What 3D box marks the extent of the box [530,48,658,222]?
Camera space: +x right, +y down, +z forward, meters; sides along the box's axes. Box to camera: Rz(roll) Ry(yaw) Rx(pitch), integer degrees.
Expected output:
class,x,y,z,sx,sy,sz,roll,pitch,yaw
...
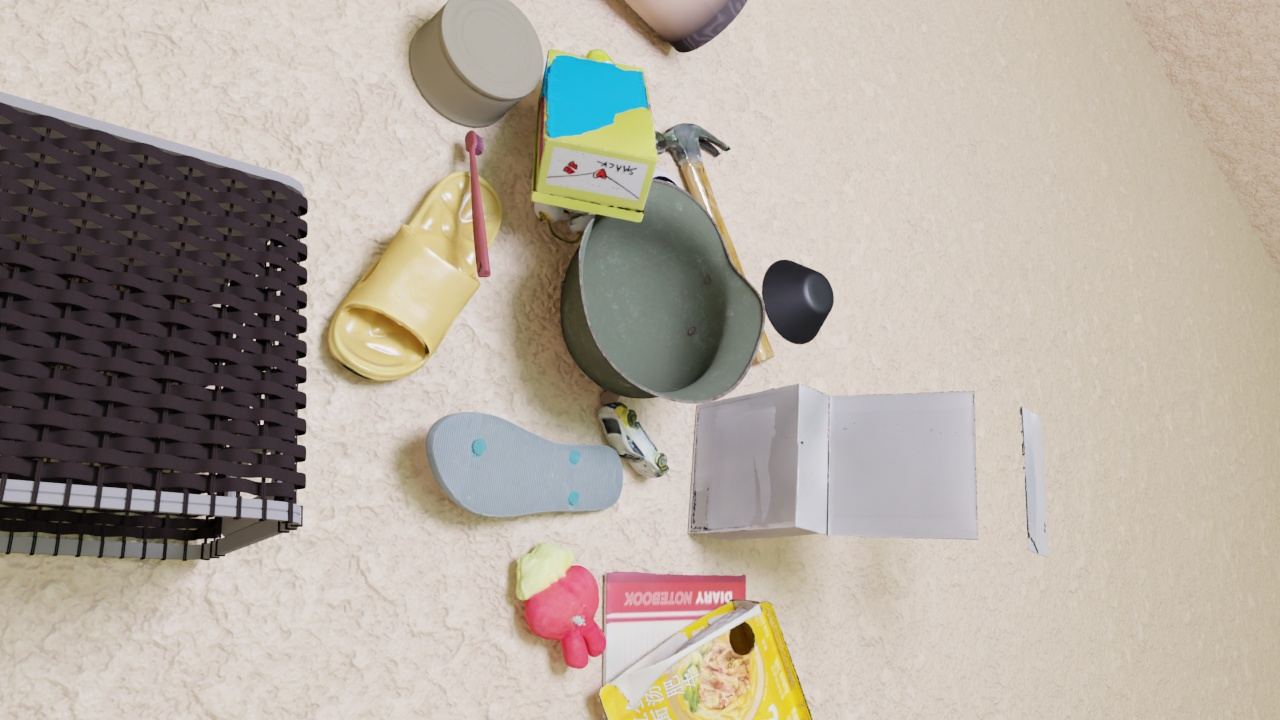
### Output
class,x,y,z,sx,sy,sz,roll,pitch,yaw
box,-0.051,-0.249,0.991,0.124,0.079,0.220,7,39,-13

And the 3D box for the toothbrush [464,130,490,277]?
class,x,y,z,sx,sy,sz,roll,pitch,yaw
toothbrush,-0.165,-0.163,0.940,0.016,0.016,0.189,26,44,-45

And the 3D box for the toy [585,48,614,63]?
class,x,y,z,sx,sy,sz,roll,pitch,yaw
toy,-0.044,-0.318,1.124,0.092,0.043,0.117,30,63,-31

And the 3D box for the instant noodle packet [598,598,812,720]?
class,x,y,z,sx,sy,sz,roll,pitch,yaw
instant noodle packet,0.070,0.381,0.999,0.221,0.084,0.163,-20,91,-34

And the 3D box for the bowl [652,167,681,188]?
class,x,y,z,sx,sy,sz,roll,pitch,yaw
bowl,0.015,-0.187,1.121,0.120,0.067,0.120,12,71,-37

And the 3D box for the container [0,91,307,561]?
class,x,y,z,sx,sy,sz,roll,pitch,yaw
container,-0.382,-0.002,0.633,0.245,0.248,0.243,12,67,-37

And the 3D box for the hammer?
class,x,y,z,sx,sy,sz,roll,pitch,yaw
hammer,0.109,-0.154,1.215,0.131,0.033,0.330,-23,94,-42

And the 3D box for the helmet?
class,x,y,z,sx,sy,sz,roll,pitch,yaw
helmet,0.001,-0.064,1.017,0.226,0.154,0.267,18,65,-25

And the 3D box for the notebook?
class,x,y,z,sx,sy,sz,roll,pitch,yaw
notebook,0.044,0.320,1.045,0.208,0.012,0.153,10,74,-36

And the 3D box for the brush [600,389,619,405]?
class,x,y,z,sx,sy,sz,roll,pitch,yaw
brush,-0.006,0.006,1.086,0.050,0.015,0.135,49,53,-18

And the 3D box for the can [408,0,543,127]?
class,x,y,z,sx,sy,sz,roll,pitch,yaw
can,-0.177,-0.328,0.997,0.127,0.073,0.127,12,71,-37

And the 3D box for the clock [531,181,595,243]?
class,x,y,z,sx,sy,sz,roll,pitch,yaw
clock,-0.081,-0.191,1.050,0.083,0.057,0.117,18,67,-35

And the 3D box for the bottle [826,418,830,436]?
class,x,y,z,sx,sy,sz,roll,pitch,yaw
bottle,0.192,0.080,1.200,0.109,0.063,0.063,17,67,-20

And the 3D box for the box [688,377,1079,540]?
class,x,y,z,sx,sy,sz,roll,pitch,yaw
box,0.244,0.111,1.015,0.108,0.420,0.166,29,60,-50

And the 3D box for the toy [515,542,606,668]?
class,x,y,z,sx,sy,sz,roll,pitch,yaw
toy,-0.079,0.250,0.941,0.091,0.045,0.135,-34,96,-43

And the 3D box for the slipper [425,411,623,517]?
class,x,y,z,sx,sy,sz,roll,pitch,yaw
slipper,-0.121,0.118,0.948,0.268,0.055,0.098,19,69,-47

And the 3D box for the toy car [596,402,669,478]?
class,x,y,z,sx,sy,sz,roll,pitch,yaw
toy car,-0.011,0.094,1.038,0.033,0.048,0.105,-45,107,-33

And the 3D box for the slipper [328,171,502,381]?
class,x,y,z,sx,sy,sz,roll,pitch,yaw
slipper,-0.204,-0.091,0.909,0.099,0.079,0.262,40,54,-25

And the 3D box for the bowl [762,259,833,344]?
class,x,y,z,sx,sy,sz,roll,pitch,yaw
bowl,0.233,-0.089,1.283,0.124,0.053,0.124,12,71,-37

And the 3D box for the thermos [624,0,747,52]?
class,x,y,z,sx,sy,sz,roll,pitch,yaw
thermos,0.023,-0.519,1.160,0.226,0.173,0.172,41,56,-32
